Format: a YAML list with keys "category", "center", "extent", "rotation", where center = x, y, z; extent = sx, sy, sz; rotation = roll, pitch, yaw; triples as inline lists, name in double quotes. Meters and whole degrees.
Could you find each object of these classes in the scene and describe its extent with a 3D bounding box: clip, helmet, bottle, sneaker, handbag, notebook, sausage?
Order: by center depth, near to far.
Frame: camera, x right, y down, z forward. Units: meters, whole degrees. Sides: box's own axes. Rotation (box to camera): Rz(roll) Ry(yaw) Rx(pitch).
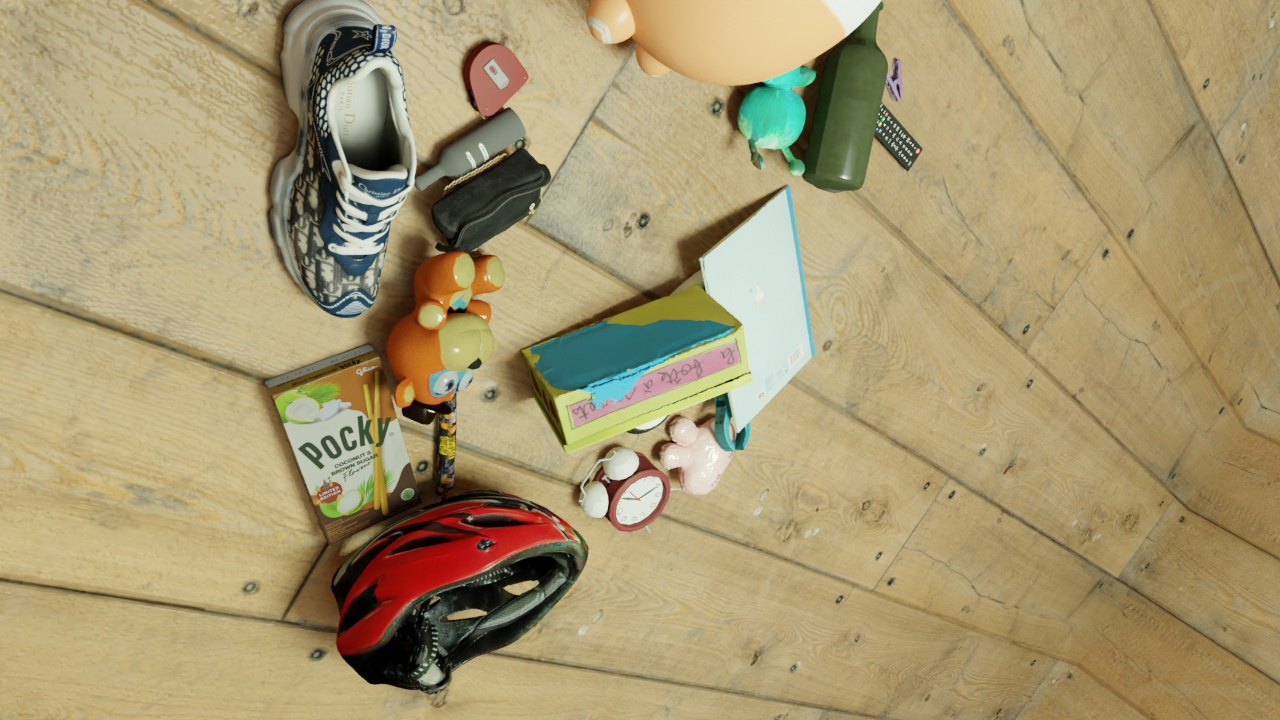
- category: "sneaker"
  center: [-0.231, -0.148, 0.747]
  extent: [0.103, 0.132, 0.270]
  rotation: [-9, 121, -35]
- category: "bottle"
  center: [-0.160, -0.191, 0.843]
  extent: [0.112, 0.030, 0.030]
  rotation: [-37, 131, -14]
- category: "handbag"
  center: [-0.140, -0.142, 0.864]
  extent: [0.128, 0.054, 0.079]
  rotation: [-35, 162, -13]
- category: "helmet"
  center: [-0.189, 0.235, 0.971]
  extent: [0.271, 0.167, 0.218]
  rotation: [-24, 147, -13]
- category: "sausage"
  center: [-0.207, 0.084, 0.977]
  extent: [0.020, 0.020, 0.155]
  rotation: [-10, 121, -32]
- category: "bottle"
  center: [0.236, -0.299, 1.033]
  extent: [0.071, 0.071, 0.207]
  rotation: [9, 94, -39]
- category: "clip"
  center: [0.310, -0.343, 1.113]
  extent: [0.051, 0.014, 0.045]
  rotation: [28, 95, -40]
- category: "notebook"
  center: [0.149, -0.060, 1.120]
  extent: [0.180, 0.009, 0.254]
  rotation: [-41, 131, -33]
- category: "clip"
  center: [0.106, 0.056, 1.154]
  extent: [0.103, 0.027, 0.120]
  rotation: [-8, 92, -32]

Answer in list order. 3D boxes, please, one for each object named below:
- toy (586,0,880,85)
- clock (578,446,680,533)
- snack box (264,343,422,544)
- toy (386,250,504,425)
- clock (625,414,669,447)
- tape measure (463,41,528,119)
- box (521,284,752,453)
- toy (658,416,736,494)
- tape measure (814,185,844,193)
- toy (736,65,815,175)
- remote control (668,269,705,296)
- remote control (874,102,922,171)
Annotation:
- category: "toy"
  center: [0.078, -0.365, 0.771]
  extent: [0.281, 0.265, 0.262]
  rotation: [-45, 168, 17]
- category: "clock"
  center: [-0.019, 0.161, 1.140]
  extent: [0.137, 0.048, 0.096]
  rotation: [32, 95, -44]
- category: "snack box"
  center: [-0.289, 0.085, 0.908]
  extent: [0.100, 0.031, 0.186]
  rotation: [-23, 127, -24]
- category: "toy"
  center: [-0.190, -0.024, 0.878]
  extent: [0.176, 0.096, 0.112]
  rotation: [-60, 165, 14]
- category: "clock"
  center: [0.006, 0.040, 1.090]
  extent: [0.091, 0.044, 0.123]
  rotation: [35, 92, -43]
- category: "tape measure"
  center: [-0.136, -0.256, 0.830]
  extent: [0.059, 0.019, 0.051]
  rotation: [-46, 133, -5]
- category: "box"
  center: [-0.006, 0.006, 0.990]
  extent: [0.220, 0.124, 0.080]
  rotation: [-23, 124, -14]
- category: "toy"
  center: [0.072, 0.117, 1.181]
  extent: [0.105, 0.053, 0.108]
  rotation: [25, 91, -30]
- category: "tape measure"
  center: [0.229, -0.233, 1.103]
  extent: [0.058, 0.038, 0.058]
  rotation: [31, 95, -29]
- category: "toy"
  center: [0.150, -0.299, 0.987]
  extent: [0.130, 0.072, 0.193]
  rotation: [-6, 110, -34]
- category: "remote control"
  center: [0.067, -0.069, 1.082]
  extent: [0.114, 0.028, 0.060]
  rotation: [-38, 132, -13]
- category: "remote control"
  center: [0.311, -0.283, 1.145]
  extent: [0.146, 0.015, 0.033]
  rotation: [28, 97, -43]
